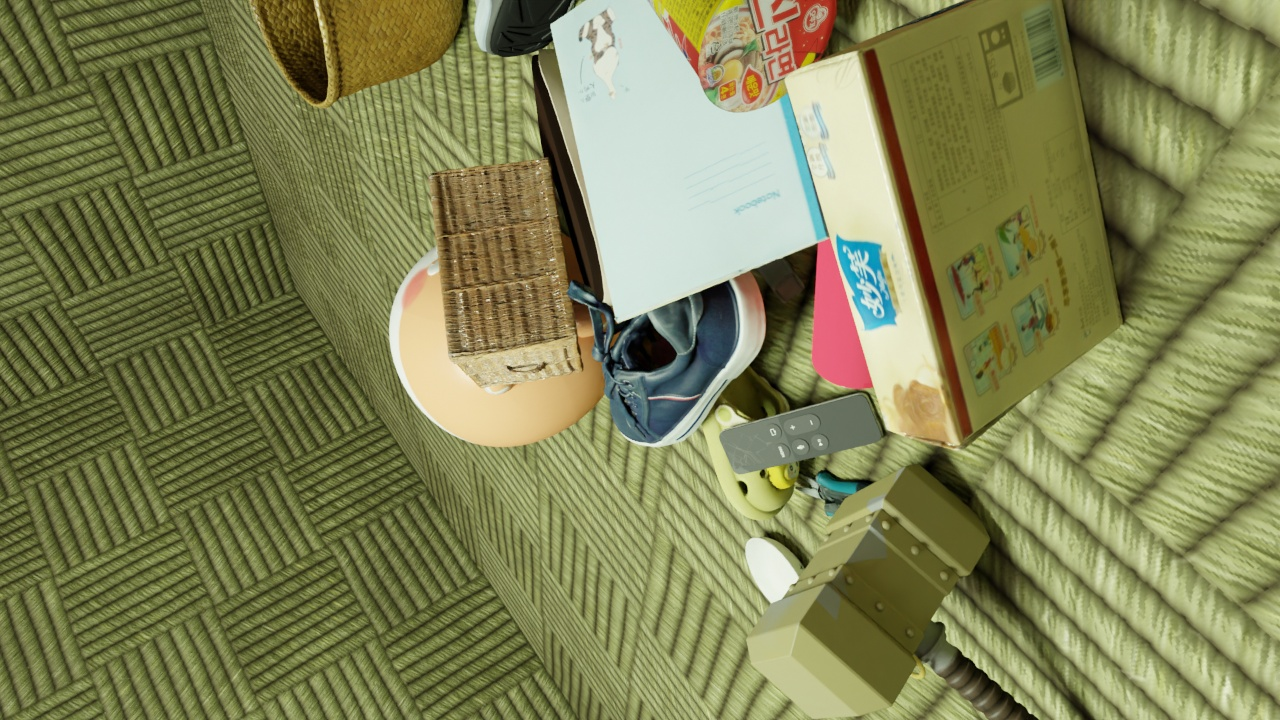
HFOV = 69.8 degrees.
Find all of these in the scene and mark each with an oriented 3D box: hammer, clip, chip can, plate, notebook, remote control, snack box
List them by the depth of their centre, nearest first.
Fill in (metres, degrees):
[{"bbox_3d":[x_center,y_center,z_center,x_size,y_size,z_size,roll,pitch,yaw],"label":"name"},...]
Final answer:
[{"bbox_3d":[0.176,-0.080,0.494,0.055,0.153,0.207,10,124,58],"label":"snack box"},{"bbox_3d":[0.157,-0.083,0.634,0.069,0.069,0.221,40,148,40],"label":"chip can"},{"bbox_3d":[0.026,-0.175,0.663,0.182,0.009,0.253,-20,77,34],"label":"notebook"},{"bbox_3d":[0.265,0.256,0.702,0.325,0.189,0.101,41,153,4],"label":"hammer"},{"bbox_3d":[0.085,-0.104,0.756,0.164,0.031,0.168,49,-165,-15],"label":"clip"},{"bbox_3d":[0.138,0.066,0.808,0.147,0.008,0.045,-19,100,33],"label":"remote control"},{"bbox_3d":[0.160,0.237,1.017,0.104,0.026,0.104,46,152,33],"label":"plate"}]

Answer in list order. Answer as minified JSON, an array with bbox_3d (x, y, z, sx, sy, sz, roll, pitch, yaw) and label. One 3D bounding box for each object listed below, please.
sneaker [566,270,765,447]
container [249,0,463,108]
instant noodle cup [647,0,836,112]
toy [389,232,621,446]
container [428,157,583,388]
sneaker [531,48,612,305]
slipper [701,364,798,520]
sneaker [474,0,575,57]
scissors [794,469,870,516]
[{"bbox_3d":[-0.005,0.005,0.811,0.295,0.127,0.120,127,131,-63],"label":"sneaker"},{"bbox_3d":[-0.342,-0.468,1.065,0.307,0.196,0.308,47,151,35],"label":"container"},{"bbox_3d":[0.052,-0.232,0.590,0.112,0.100,0.100,54,156,34],"label":"instant noodle cup"},{"bbox_3d":[-0.147,-0.032,1.042,0.266,0.262,0.281,62,163,-19],"label":"toy"},{"bbox_3d":[-0.124,-0.078,0.867,0.113,0.114,0.198,86,174,-71],"label":"container"},{"bbox_3d":[-0.024,-0.192,0.869,0.112,0.116,0.293,91,163,-58],"label":"sneaker"},{"bbox_3d":[0.110,0.058,0.878,0.082,0.091,0.190,-17,99,41],"label":"slipper"},{"bbox_3d":[-0.109,-0.401,0.820,0.160,0.093,0.257,68,156,8],"label":"sneaker"},{"bbox_3d":[0.193,0.132,0.850,0.151,0.019,0.119,49,154,30],"label":"scissors"}]
